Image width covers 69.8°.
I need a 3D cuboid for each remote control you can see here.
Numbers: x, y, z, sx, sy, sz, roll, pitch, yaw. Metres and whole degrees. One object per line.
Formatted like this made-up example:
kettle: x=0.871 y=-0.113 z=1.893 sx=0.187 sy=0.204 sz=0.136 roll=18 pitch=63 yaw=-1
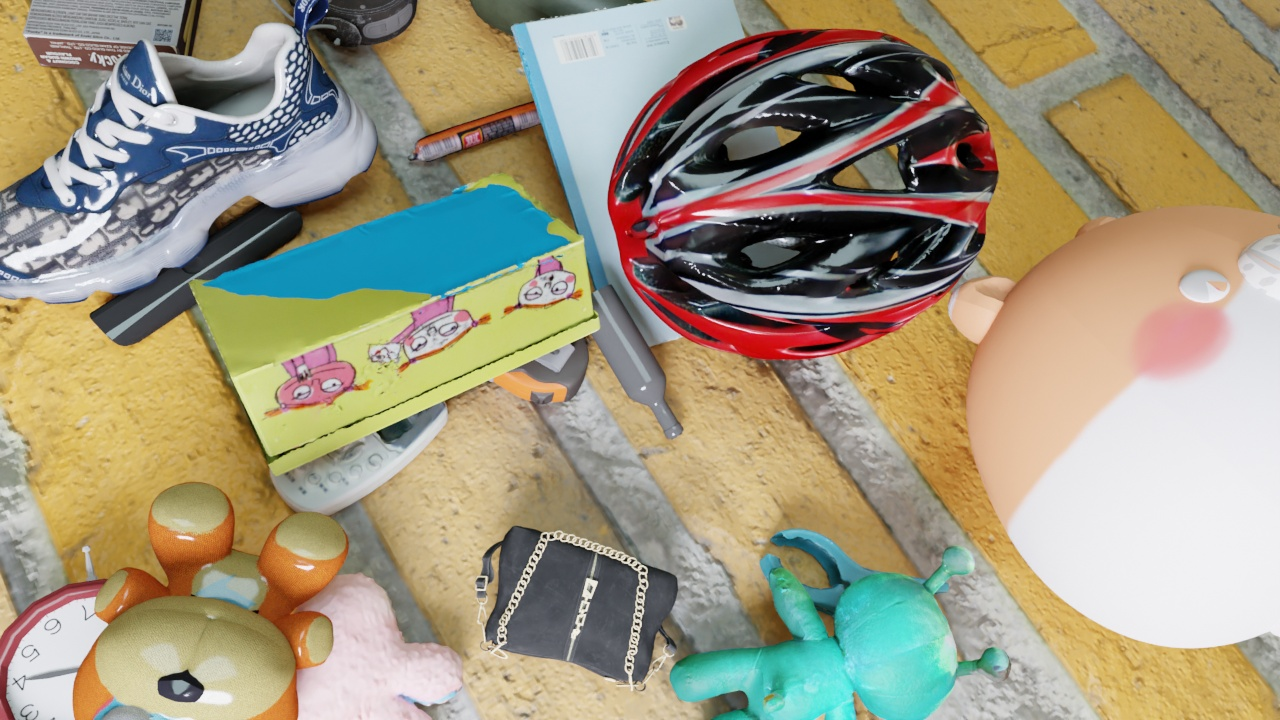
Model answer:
remote control: x=-0.177 y=0.051 z=0.580 sx=0.114 sy=0.028 sz=0.060 roll=-40 pitch=78 yaw=-25
remote control: x=-0.295 y=-0.063 z=0.617 sx=0.033 sy=0.015 sz=0.146 roll=43 pitch=64 yaw=10

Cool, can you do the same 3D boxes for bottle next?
bottle: x=-0.004 y=0.004 z=0.629 sx=0.030 sy=0.030 sz=0.113 roll=-30 pitch=89 yaw=-23
bottle: x=-0.082 y=-0.291 z=0.737 sx=0.207 sy=0.072 sz=0.071 roll=28 pitch=63 yaw=3

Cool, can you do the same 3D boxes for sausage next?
sausage: x=-0.108 y=-0.183 z=0.710 sx=0.155 sy=0.020 sz=0.020 roll=-24 pitch=72 yaw=-21

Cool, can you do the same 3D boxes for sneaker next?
sneaker: x=-0.305 y=-0.139 z=0.576 sx=0.269 sy=0.133 sz=0.103 roll=-30 pitch=65 yaw=-18

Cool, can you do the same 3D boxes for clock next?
clock: x=-0.226 y=-0.287 z=0.722 sx=0.091 sy=0.044 sz=0.122 roll=43 pitch=64 yaw=10
clock: x=-0.282 y=0.175 z=0.489 sx=0.137 sy=0.048 sz=0.096 roll=44 pitch=65 yaw=12

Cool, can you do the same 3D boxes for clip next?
clip: x=0.130 y=0.159 z=0.593 sx=0.120 sy=0.027 sz=0.103 roll=32 pitch=61 yaw=4

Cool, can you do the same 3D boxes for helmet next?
helmet: x=0.116 y=-0.111 z=0.603 sx=0.271 sy=0.167 sz=0.217 roll=-14 pitch=95 yaw=-11

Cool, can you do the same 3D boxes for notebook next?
notebook: x=0.025 y=-0.147 z=0.683 sx=0.180 sy=0.009 sz=0.253 roll=-16 pitch=87 yaw=-19

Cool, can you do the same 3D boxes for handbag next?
handbag: x=-0.037 y=0.150 z=0.554 sx=0.128 sy=0.054 sz=0.079 roll=18 pitch=74 yaw=-6

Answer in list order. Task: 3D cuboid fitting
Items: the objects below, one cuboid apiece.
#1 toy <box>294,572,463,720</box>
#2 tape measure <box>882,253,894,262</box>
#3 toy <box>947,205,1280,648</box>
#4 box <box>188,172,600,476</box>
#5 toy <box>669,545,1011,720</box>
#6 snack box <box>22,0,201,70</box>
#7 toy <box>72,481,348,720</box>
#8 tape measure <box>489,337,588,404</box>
toy: x=-0.155 y=0.181 z=0.512 sx=0.105 sy=0.053 sz=0.108 roll=25 pitch=62 yaw=-11
tape measure: x=0.175 y=-0.069 z=0.697 sx=0.019 sy=0.059 sz=0.051 roll=31 pitch=93 yaw=4
toy: x=0.335 y=0.027 z=0.564 sx=0.262 sy=0.266 sz=0.280 roll=-25 pitch=58 yaw=-18
box: x=-0.149 y=-0.033 z=0.576 sx=0.220 sy=0.080 sz=0.124 roll=-25 pitch=44 yaw=-24
toy: x=0.116 y=0.180 z=0.538 sx=0.193 sy=0.072 sz=0.130 roll=-21 pitch=77 yaw=2
snack box: x=-0.392 y=-0.305 z=0.704 sx=0.101 sy=0.032 sz=0.185 roll=1 pitch=65 yaw=-11
toy: x=-0.214 y=0.152 z=0.445 sx=0.112 sy=0.096 sz=0.175 roll=17 pitch=71 yaw=-13
tape measure: x=-0.065 y=0.000 z=0.621 sx=0.059 sy=0.038 sz=0.058 roll=32 pitch=63 yaw=5
